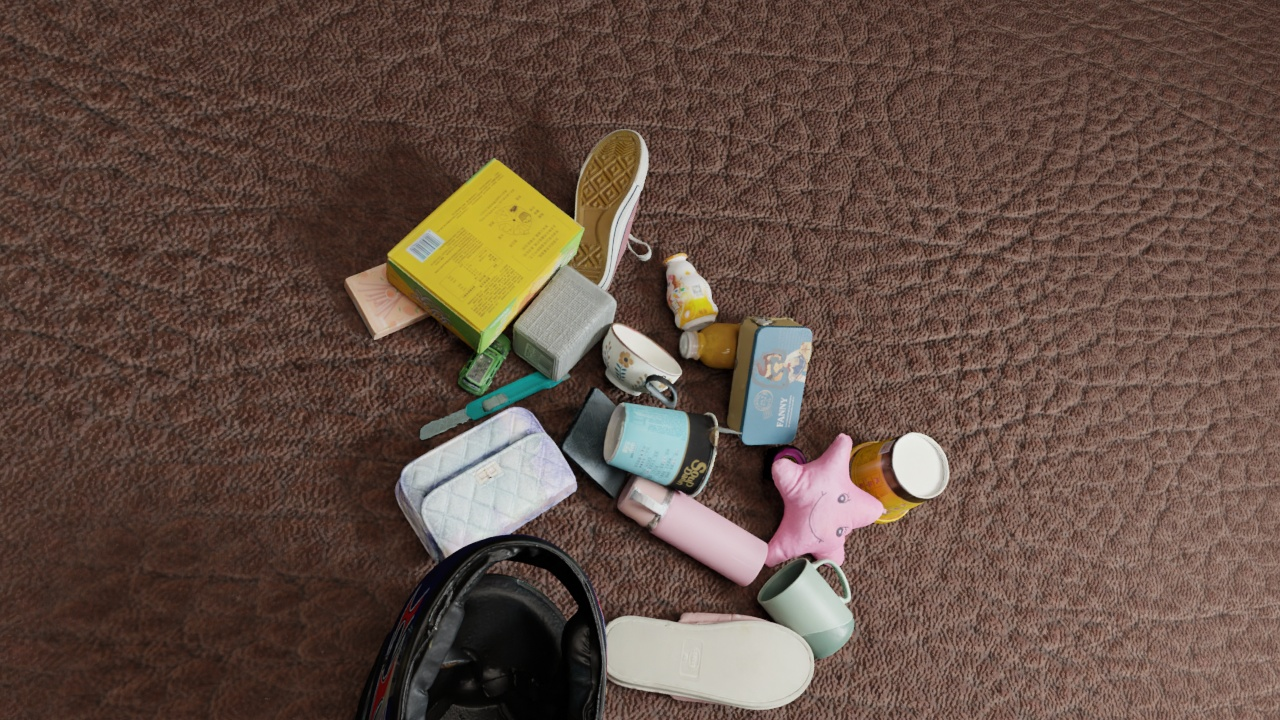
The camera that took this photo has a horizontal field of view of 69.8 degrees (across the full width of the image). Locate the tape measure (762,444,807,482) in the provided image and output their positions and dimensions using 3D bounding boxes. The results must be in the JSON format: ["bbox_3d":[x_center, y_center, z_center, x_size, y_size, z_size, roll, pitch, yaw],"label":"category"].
[{"bbox_3d":[0.200,0.146,1.276,0.058,0.039,0.057,12,76,-10],"label":"tape measure"}]

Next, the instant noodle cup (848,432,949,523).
[{"bbox_3d":[0.359,0.160,1.288,0.118,0.115,0.118,7,68,-18],"label":"instant noodle cup"}]

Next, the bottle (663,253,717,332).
[{"bbox_3d":[0.067,-0.097,1.301,0.063,0.063,0.108,-14,76,-24],"label":"bottle"}]

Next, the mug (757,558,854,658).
[{"bbox_3d":[0.227,0.315,1.194,0.111,0.082,0.106,-41,91,-17],"label":"mug"}]

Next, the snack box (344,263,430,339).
[{"bbox_3d":[-0.292,-0.095,1.187,0.157,0.026,0.084,-27,82,-26],"label":"snack box"}]

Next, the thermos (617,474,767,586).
[{"bbox_3d":[0.067,0.215,1.174,0.198,0.087,0.067,33,82,-8],"label":"thermos"}]

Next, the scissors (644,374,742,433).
[{"bbox_3d":[0.047,0.075,1.211,0.181,0.160,0.014,3,49,6],"label":"scissors"}]

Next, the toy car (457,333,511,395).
[{"bbox_3d":[-0.199,0.000,1.183,0.043,0.036,0.091,29,60,-7],"label":"toy car"}]

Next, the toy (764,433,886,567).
[{"bbox_3d":[0.252,0.191,1.234,0.178,0.074,0.195,2,103,-17],"label":"toy"}]

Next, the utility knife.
[{"bbox_3d":[-0.186,0.053,1.179,0.216,0.013,0.029,-26,76,-26],"label":"utility knife"}]

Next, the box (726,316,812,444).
[{"bbox_3d":[0.173,0.033,1.255,0.089,0.060,0.184,-2,106,-19],"label":"box"}]

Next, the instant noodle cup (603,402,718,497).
[{"bbox_3d":[0.021,0.103,1.147,0.120,0.111,0.111,17,66,-14],"label":"instant noodle cup"}]

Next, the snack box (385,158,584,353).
[{"bbox_3d":[-0.196,-0.135,1.174,0.157,0.070,0.209,38,63,3],"label":"snack box"}]

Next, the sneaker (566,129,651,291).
[{"bbox_3d":[-0.042,-0.200,1.285,0.118,0.088,0.241,12,85,18],"label":"sneaker"}]

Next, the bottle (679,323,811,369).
[{"bbox_3d":[0.148,-0.019,1.300,0.189,0.068,0.068,2,70,-20],"label":"bottle"}]

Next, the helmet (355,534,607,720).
[{"bbox_3d":[-0.160,0.336,0.951,0.247,0.241,0.315,13,78,-16],"label":"helmet"}]

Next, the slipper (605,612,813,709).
[{"bbox_3d":[0.079,0.370,1.138,0.274,0.055,0.114,6,65,-7],"label":"slipper"}]

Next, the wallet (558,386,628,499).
[{"bbox_3d":[-0.048,0.106,1.179,0.121,0.019,0.097,49,56,-34],"label":"wallet"}]

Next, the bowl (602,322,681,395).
[{"bbox_3d":[-0.007,0.007,1.226,0.113,0.113,0.062,33,106,-7],"label":"bowl"}]

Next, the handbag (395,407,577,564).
[{"bbox_3d":[-0.189,0.150,1.108,0.193,0.076,0.134,-31,84,-26],"label":"handbag"}]

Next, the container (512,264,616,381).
[{"bbox_3d":[-0.104,-0.045,1.199,0.090,0.090,0.114,36,65,10],"label":"container"}]
